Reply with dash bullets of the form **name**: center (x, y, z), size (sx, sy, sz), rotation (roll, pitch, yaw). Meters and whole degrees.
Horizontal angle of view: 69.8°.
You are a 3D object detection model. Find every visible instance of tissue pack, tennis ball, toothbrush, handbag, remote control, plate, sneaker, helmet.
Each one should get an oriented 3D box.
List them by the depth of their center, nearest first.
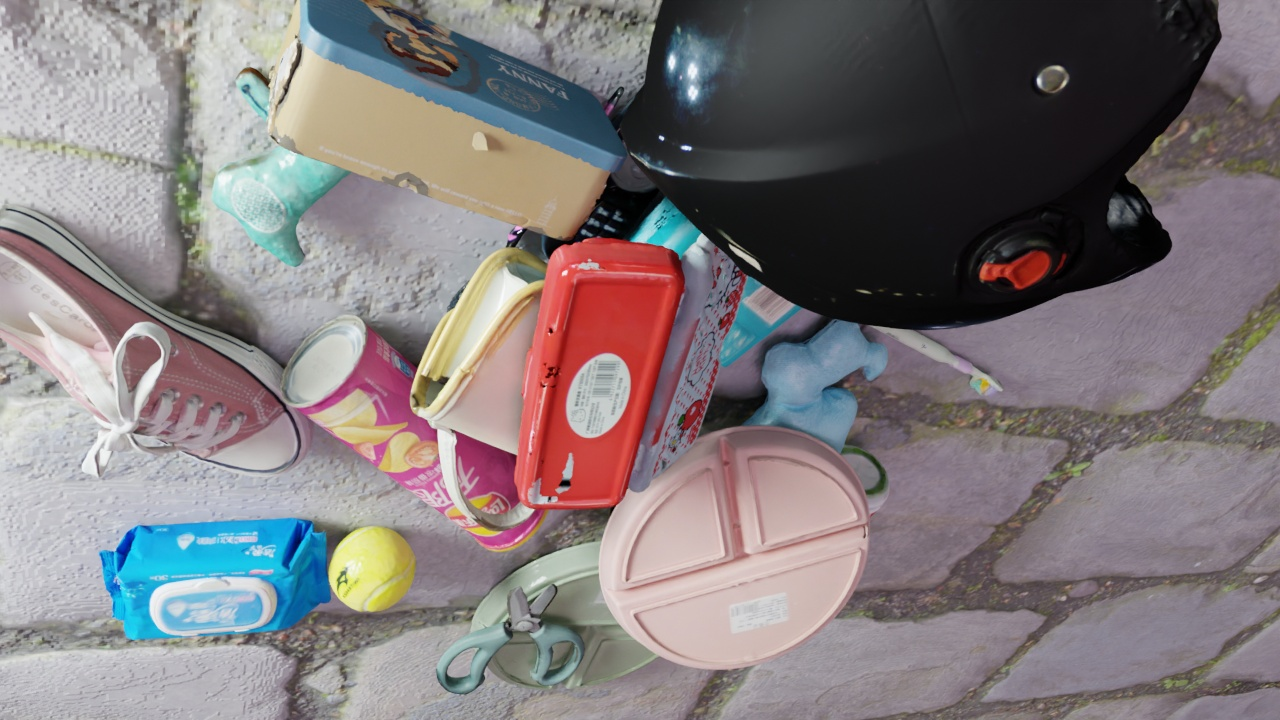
- **helmet**: center (0.129, -0.125, 0.451), size (0.274, 0.232, 0.231), rotation (39, 123, -24)
- **sneaker**: center (-0.290, 0.014, 0.531), size (0.118, 0.087, 0.241), rotation (-31, 133, 10)
- **remote control**: center (-0.013, -0.112, 0.558), size (0.053, 0.024, 0.137), rotation (22, 120, -33)
- **toothbrush**: center (-0.068, -0.093, 0.565), size (0.017, 0.014, 0.190), rotation (26, 119, -26)
- **handbag**: center (-0.077, 0.030, 0.609), size (0.163, 0.063, 0.179), rotation (29, 100, -45)
- **tissue pack**: center (0.048, -0.059, 0.612), size (0.093, 0.050, 0.133), rotation (-40, 132, 20)
- **tissue pack**: center (-0.314, 0.166, 0.690), size (0.157, 0.052, 0.095), rotation (0, 132, -20)
- **tennis ball**: center (-0.209, 0.163, 0.717), size (0.065, 0.065, 0.066), rotation (-10, 134, -11)
- **plate**: center (0.081, 0.159, 0.739), size (0.229, 0.028, 0.230), rotation (-5, 115, -11)
- **toothbrush**: center (0.236, -0.008, 0.752), size (0.189, 0.029, 0.020), rotation (24, 78, -34)
- **plate**: center (-0.048, 0.254, 0.889), size (0.230, 0.027, 0.231), rotation (-11, 135, -11)

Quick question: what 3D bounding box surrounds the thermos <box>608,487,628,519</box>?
- **thermos**: center (0.045, 0.151, 0.787), size (0.093, 0.093, 0.143), rotation (-42, 124, 20)

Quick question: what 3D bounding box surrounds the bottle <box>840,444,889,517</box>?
- **bottle**: center (0.161, 0.163, 0.855), size (0.068, 0.068, 0.197), rotation (1, 136, -21)

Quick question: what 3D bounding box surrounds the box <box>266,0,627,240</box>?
- **box**: center (-0.093, -0.125, 0.474), size (0.184, 0.089, 0.063), rotation (12, 126, -32)

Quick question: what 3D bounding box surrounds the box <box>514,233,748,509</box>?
- **box**: center (0.001, 0.008, 0.564), size (0.159, 0.063, 0.202), rotation (-14, 137, -30)

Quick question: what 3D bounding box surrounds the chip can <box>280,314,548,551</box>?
- **chip can**: center (-0.147, 0.057, 0.636), size (0.071, 0.071, 0.210), rotation (-31, 134, 9)

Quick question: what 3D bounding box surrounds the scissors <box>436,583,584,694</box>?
- **scissors**: center (-0.126, 0.258, 0.833), size (0.172, 0.019, 0.177), rotation (-13, 135, -6)

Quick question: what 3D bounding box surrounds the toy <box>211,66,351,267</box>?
- **toy**: center (-0.192, -0.107, 0.497), size (0.092, 0.030, 0.096), rotation (-36, 126, 8)

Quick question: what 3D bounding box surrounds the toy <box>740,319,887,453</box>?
- **toy**: center (0.131, 0.045, 0.742), size (0.161, 0.049, 0.156), rotation (-25, 125, 0)
